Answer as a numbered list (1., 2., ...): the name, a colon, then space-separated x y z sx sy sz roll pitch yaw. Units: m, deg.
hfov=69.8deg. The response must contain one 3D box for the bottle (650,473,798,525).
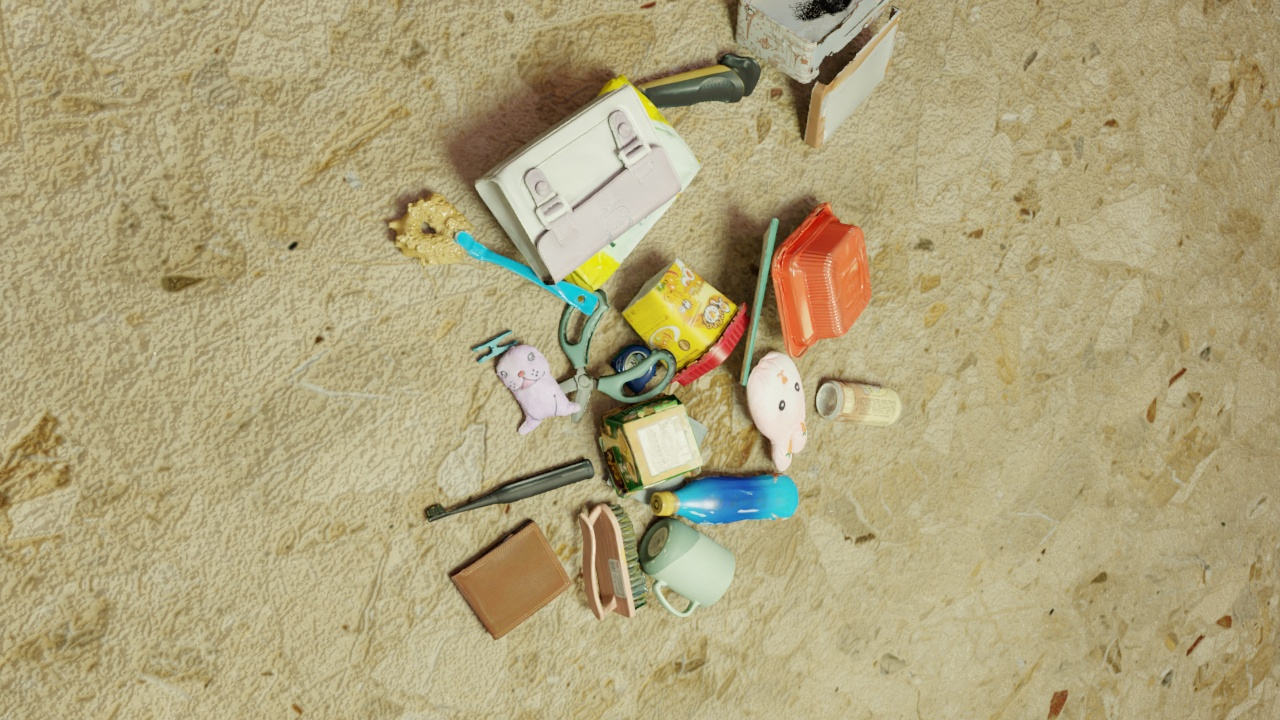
1. bottle: 0.112 0.185 1.219 0.218 0.065 0.065 3 93 -34

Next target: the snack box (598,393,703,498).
1. snack box: 0.018 0.105 1.124 0.118 0.106 0.117 -19 91 -10

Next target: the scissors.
1. scissors: -0.033 0.001 1.130 0.181 0.019 0.170 12 88 10

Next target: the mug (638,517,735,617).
1. mug: 0.053 0.273 1.197 0.106 0.082 0.111 35 64 -22

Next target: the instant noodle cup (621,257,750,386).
1. instant noodle cup: 0.054 -0.052 1.155 0.123 0.116 0.115 44 49 -10

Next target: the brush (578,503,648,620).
1. brush: -0.040 0.253 1.166 0.072 0.063 0.145 -15 100 -34

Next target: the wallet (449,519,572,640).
1. wallet: -0.157 0.268 1.131 0.124 0.032 0.101 -34 105 -20

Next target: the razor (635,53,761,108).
1. razor: 0.073 -0.356 1.181 0.167 0.062 0.067 -16 71 -18

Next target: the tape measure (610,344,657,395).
1. tape measure: -0.007 0.007 1.183 0.054 0.025 0.058 -47 115 -17

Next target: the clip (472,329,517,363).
1. clip: -0.175 -0.017 1.107 0.056 0.014 0.045 -31 105 -19

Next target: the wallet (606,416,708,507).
1. wallet: 0.022 0.123 1.200 0.106 0.037 0.129 31 81 -25

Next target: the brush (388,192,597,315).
1. brush: -0.166 -0.116 1.066 0.254 0.046 0.083 25 76 -13

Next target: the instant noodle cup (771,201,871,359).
1. instant noodle cup: 0.247 -0.106 1.224 0.188 0.079 0.165 -45 130 -40

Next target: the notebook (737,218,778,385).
1. notebook: 0.151 -0.071 1.193 0.012 0.150 0.209 10 91 5

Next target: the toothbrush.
1. toothbrush: -0.158 0.161 1.124 0.212 0.026 0.027 -14 66 -23

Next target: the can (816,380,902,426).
1. can: 0.315 0.062 1.323 0.116 0.058 0.058 7 91 -26

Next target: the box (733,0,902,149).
1. box: 0.235 -0.435 1.235 0.157 0.198 0.180 37 75 19

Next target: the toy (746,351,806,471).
1. toy: 0.193 0.069 1.261 0.121 0.054 0.159 -44 122 -44

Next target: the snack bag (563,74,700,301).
1. snack bag: -0.050 -0.214 1.120 0.158 0.068 0.246 44 77 -21

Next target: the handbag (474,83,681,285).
1. handbag: -0.063 -0.196 1.029 0.196 0.098 0.145 -39 113 -17

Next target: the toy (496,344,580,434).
1. toy: -0.134 0.031 1.116 0.084 0.039 0.108 -26 106 8
